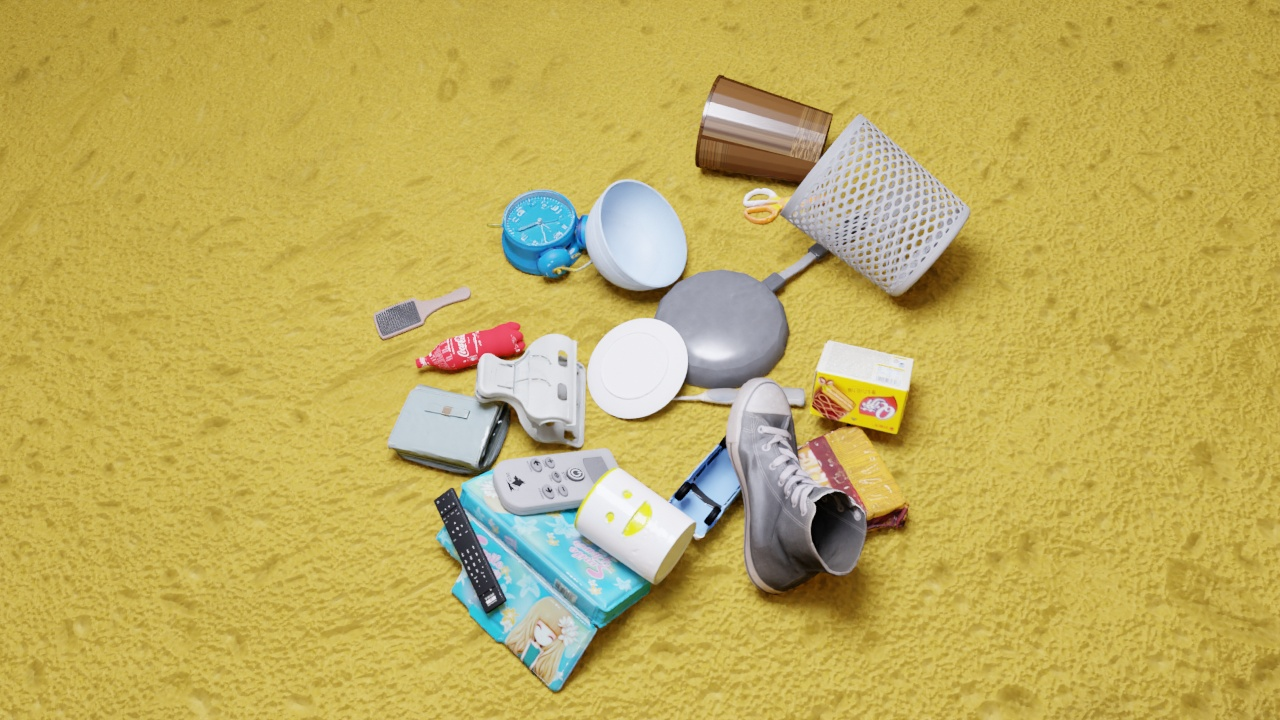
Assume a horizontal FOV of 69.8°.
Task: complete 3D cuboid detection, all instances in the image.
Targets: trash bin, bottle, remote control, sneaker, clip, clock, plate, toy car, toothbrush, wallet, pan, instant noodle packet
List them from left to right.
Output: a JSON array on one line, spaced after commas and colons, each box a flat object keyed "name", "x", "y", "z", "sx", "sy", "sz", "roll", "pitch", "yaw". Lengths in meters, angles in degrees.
[{"name": "wallet", "x": -0.234, "y": 0.082, "z": 1.124, "sx": 0.132, "sy": 0.054, "sz": 0.100, "roll": 8, "pitch": 56, "yaw": 16}, {"name": "remote control", "x": -0.188, "y": 0.207, "z": 1.005, "sx": 0.030, "sy": 0.009, "sz": 0.140, "roll": -37, "pitch": 71, "yaw": 22}, {"name": "bottle", "x": -0.221, "y": -0.014, "z": 1.188, "sx": 0.141, "sy": 0.042, "sz": 0.042, "roll": -16, "pitch": 57, "yaw": -4}, {"name": "clip", "x": -0.120, "y": 0.025, "z": 1.100, "sx": 0.151, "sy": 0.105, "sz": 0.126, "roll": 24, "pitch": 46, "yaw": -31}, {"name": "clock", "x": -0.123, "y": -0.173, "z": 1.270, "sx": 0.161, "sy": 0.060, "sz": 0.116, "roll": 32, "pitch": 65, "yaw": 21}, {"name": "remote control", "x": -0.091, "y": 0.136, "z": 1.046, "sx": 0.150, "sy": 0.019, "sz": 0.074, "roll": -4, "pitch": 41, "yaw": -27}, {"name": "plate", "x": -0.007, "y": 0.007, "z": 1.143, "sx": 0.135, "sy": 0.011, "sz": 0.134, "roll": -9, "pitch": 65, "yaw": 19}, {"name": "toy car", "x": 0.089, "y": 0.137, "z": 1.046, "sx": 0.056, "sy": 0.055, "sz": 0.153, "roll": 39, "pitch": 67, "yaw": 11}, {"name": "toothbrush", "x": 0.108, "y": 0.045, "z": 1.125, "sx": 0.186, "sy": 0.024, "sz": 0.022, "roll": -1, "pitch": 17, "yaw": 6}, {"name": "pan", "x": 0.170, "y": -0.099, "z": 1.201, "sx": 0.356, "sy": 0.041, "sz": 0.178, "roll": -36, "pitch": 60, "yaw": -17}, {"name": "sneaker", "x": 0.163, "y": 0.122, "z": 0.973, "sx": 0.095, "sy": 0.120, "sz": 0.234, "roll": 12, "pitch": 66, "yaw": -30}, {"name": "instant noodle packet", "x": 0.232, "y": 0.140, "z": 1.039, "sx": 0.098, "sy": 0.040, "sz": 0.135, "roll": -22, "pitch": 53, "yaw": -5}, {"name": "trash bin", "x": 0.297, "y": -0.190, "z": 1.156, "sx": 0.183, "sy": 0.157, "sz": 0.156, "roll": 39, "pitch": 67, "yaw": 4}]

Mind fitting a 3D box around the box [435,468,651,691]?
[{"name": "box", "x": -0.119, "y": 0.220, "z": 1.005, "sx": 0.227, "sy": 0.084, "sz": 0.171, "roll": 35, "pitch": 66, "yaw": 25}]

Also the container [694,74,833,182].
[{"name": "container", "x": 0.176, "y": -0.318, "z": 1.300, "sx": 0.167, "sy": 0.132, "sz": 0.132, "roll": 16, "pitch": 60, "yaw": 9}]

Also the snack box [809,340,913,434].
[{"name": "snack box", "x": 0.259, "y": 0.030, "z": 1.078, "sx": 0.106, "sy": 0.061, "sz": 0.083, "roll": 13, "pitch": 30, "yaw": 15}]

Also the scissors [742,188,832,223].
[{"name": "scissors", "x": 0.208, "y": -0.225, "z": 1.298, "sx": 0.128, "sy": 0.013, "sz": 0.065, "roll": -8, "pitch": 57, "yaw": 2}]

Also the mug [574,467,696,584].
[{"name": "mug", "x": -0.005, "y": 0.176, "z": 0.982, "sx": 0.106, "sy": 0.083, "sz": 0.082, "roll": 32, "pitch": 65, "yaw": 18}]

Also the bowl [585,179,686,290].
[{"name": "bowl", "x": -0.018, "y": -0.156, "z": 1.220, "sx": 0.075, "sy": 0.150, "sz": 0.150, "roll": -24, "pitch": 42, "yaw": 46}]

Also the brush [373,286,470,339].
[{"name": "brush", "x": -0.297, "y": -0.073, "z": 1.250, "sx": 0.135, "sy": 0.015, "sz": 0.050, "roll": -23, "pitch": 57, "yaw": -9}]
